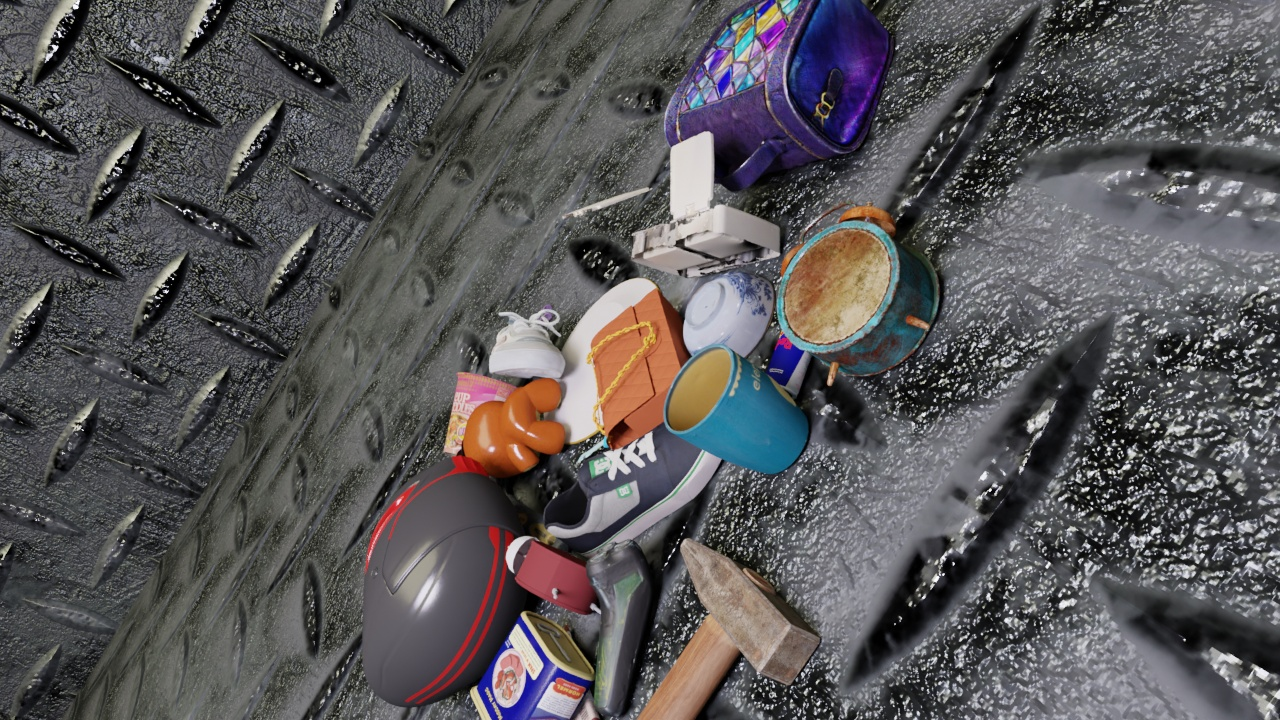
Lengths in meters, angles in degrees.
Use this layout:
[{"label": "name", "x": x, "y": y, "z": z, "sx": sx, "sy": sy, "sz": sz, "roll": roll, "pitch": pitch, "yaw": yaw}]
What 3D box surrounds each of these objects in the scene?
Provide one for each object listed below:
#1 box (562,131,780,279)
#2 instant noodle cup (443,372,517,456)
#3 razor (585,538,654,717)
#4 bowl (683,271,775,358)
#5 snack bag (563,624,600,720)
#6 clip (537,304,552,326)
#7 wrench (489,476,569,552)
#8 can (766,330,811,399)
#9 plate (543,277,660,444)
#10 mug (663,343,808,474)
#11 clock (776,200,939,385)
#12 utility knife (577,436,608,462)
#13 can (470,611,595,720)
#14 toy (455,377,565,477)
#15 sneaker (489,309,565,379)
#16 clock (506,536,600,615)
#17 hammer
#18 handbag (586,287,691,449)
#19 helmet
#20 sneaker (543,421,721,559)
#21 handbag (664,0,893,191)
[{"label": "box", "x": 0.034, "y": -0.167, "z": 0.939, "sx": 0.144, "sy": 0.192, "sz": 0.106, "roll": -10, "pitch": 72, "yaw": 48}, {"label": "instant noodle cup", "x": -0.217, "y": 0.082, "z": 1.238, "sx": 0.098, "sy": 0.097, "sz": 0.108, "roll": -3, "pitch": 67, "yaw": 57}, {"label": "razor", "x": -0.025, "y": 0.234, "z": 0.813, "sx": 0.054, "sy": 0.067, "sz": 0.151, "roll": -23, "pitch": 53, "yaw": 52}, {"label": "bowl", "x": 0.080, "y": -0.048, "z": 0.932, "sx": 0.115, "sy": 0.045, "sz": 0.114, "roll": -39, "pitch": 35, "yaw": 33}, {"label": "snack bag", "x": -0.065, "y": 0.316, "z": 0.848, "sx": 0.057, "sy": 0.013, "sz": 0.158, "roll": -53, "pitch": 29, "yaw": 9}, {"label": "clip", "x": -0.145, "y": -0.058, "z": 1.333, "sx": 0.052, "sy": 0.013, "sz": 0.035, "roll": -46, "pitch": 30, "yaw": 27}, {"label": "wrench", "x": -0.145, "y": 0.184, "z": 1.092, "sx": 0.073, "sy": 0.022, "sz": 0.274, "roll": -57, "pitch": 27, "yaw": -11}, {"label": "can", "x": 0.139, "y": -0.013, "z": 0.819, "sx": 0.032, "sy": 0.032, "sz": 0.095, "roll": -3, "pitch": 61, "yaw": 57}, {"label": "plate", "x": -0.055, "y": -0.005, "z": 1.130, "sx": 0.230, "sy": 0.021, "sz": 0.229, "roll": -39, "pitch": 35, "yaw": 33}, {"label": "mug", "x": 0.082, "y": 0.040, "z": 0.785, "sx": 0.084, "sy": 0.104, "sz": 0.112, "roll": -52, "pitch": 27, "yaw": 12}, {"label": "clock", "x": 0.176, "y": -0.063, "z": 0.760, "sx": 0.122, "sy": 0.073, "sz": 0.157, "roll": -35, "pitch": 49, "yaw": 32}, {"label": "utility knife", "x": -0.020, "y": 0.077, "z": 1.003, "sx": 0.152, "sy": 0.015, "sz": 0.022, "roll": -40, "pitch": 32, "yaw": 32}, {"label": "can", "x": -0.099, "y": 0.299, "z": 0.845, "sx": 0.092, "sy": 0.056, "sz": 0.116, "roll": -59, "pitch": 28, "yaw": -1}, {"label": "toy", "x": -0.165, "y": 0.092, "z": 1.132, "sx": 0.176, "sy": 0.096, "sz": 0.112, "roll": -22, "pitch": 59, "yaw": 25}, {"label": "sneaker", "x": -0.151, "y": -0.024, "z": 1.182, "sx": 0.242, "sy": 0.089, "sz": 0.090, "roll": 179, "pitch": 98, "yaw": -74}, {"label": "clock", "x": -0.082, "y": 0.210, "z": 0.902, "sx": 0.125, "sy": 0.087, "sz": 0.044, "roll": 11, "pitch": 73, "yaw": 56}, {"label": "hammer", "x": 0.008, "y": 0.293, "z": 0.730, "sx": 0.301, "sy": 0.037, "sz": 0.158, "roll": -57, "pitch": 28, "yaw": 4}, {"label": "handbag", "x": -0.005, "y": 0.006, "z": 0.972, "sx": 0.109, "sy": 0.060, "sz": 0.171, "roll": -35, "pitch": 32, "yaw": 15}, {"label": "helmet", "x": -0.203, "y": 0.242, "z": 0.980, "sx": 0.170, "sy": 0.164, "sz": 0.264, "roll": 13, "pitch": 79, "yaw": 53}, {"label": "sneaker", "x": -0.006, "y": 0.107, "z": 0.886, "sx": 0.236, "sy": 0.079, "sz": 0.084, "roll": -44, "pitch": 31, "yaw": 25}, {"label": "handbag", "x": 0.140, "y": -0.277, "z": 0.972, "sx": 0.205, "sy": 0.125, "sz": 0.221, "roll": 2, "pitch": 62, "yaw": 58}]
